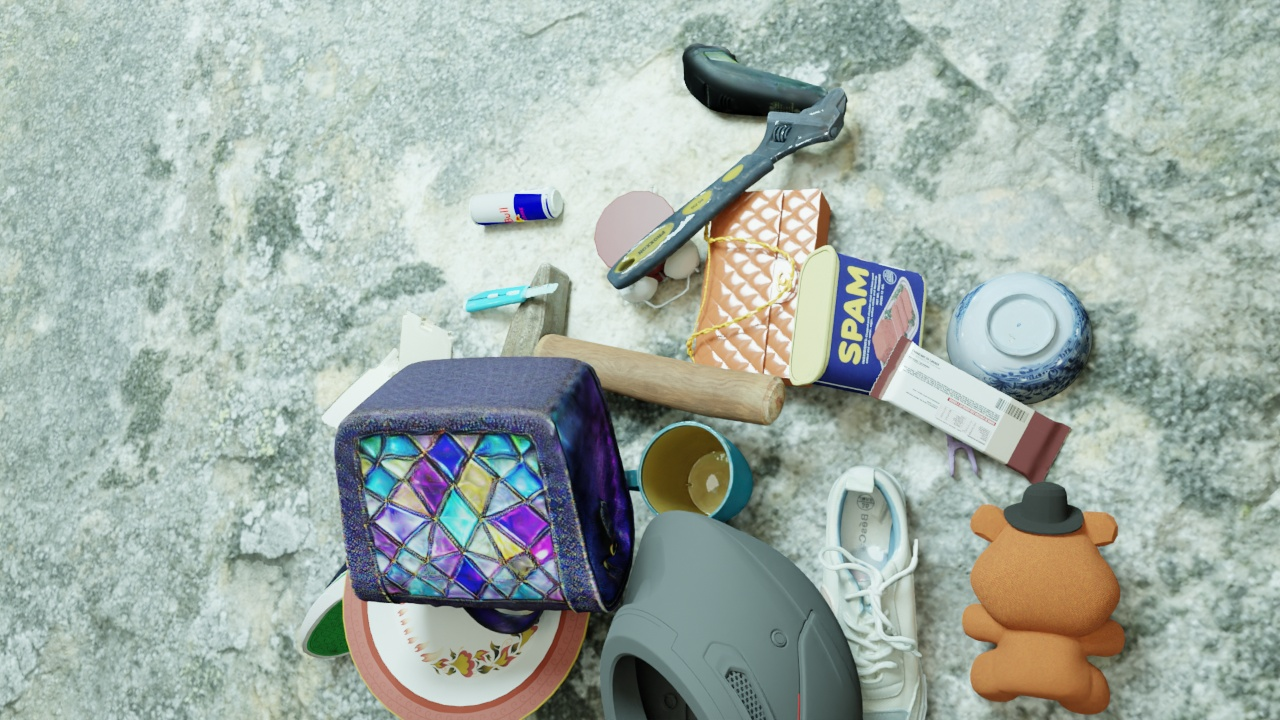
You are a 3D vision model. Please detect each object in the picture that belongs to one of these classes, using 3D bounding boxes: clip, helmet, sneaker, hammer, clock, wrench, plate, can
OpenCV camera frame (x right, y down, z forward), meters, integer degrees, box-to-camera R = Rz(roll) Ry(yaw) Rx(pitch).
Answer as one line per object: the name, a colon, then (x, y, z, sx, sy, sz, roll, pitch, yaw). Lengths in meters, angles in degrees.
clip: (0.264, 0.072, 0.764, 0.035, 0.013, 0.051, -12, 72, 16)
helmet: (0.072, 0.233, 0.675, 0.264, 0.169, 0.165, 61, 140, 19)
sneaker: (-0.248, 0.191, 0.897, 0.235, 0.084, 0.079, -48, 43, 8)
hammer: (-0.005, 0.005, 0.828, 0.301, 0.037, 0.158, 12, 82, 35)
clock: (0.006, -0.108, 0.882, 0.087, 0.044, 0.124, -30, 70, 12)
wrench: (0.079, -0.156, 0.833, 0.273, 0.022, 0.073, -40, 45, -1)
plate: (-0.151, 0.204, 0.800, 0.230, 0.021, 0.229, -3, 76, 13)
can: (-0.129, -0.160, 0.949, 0.095, 0.032, 0.032, -2, 77, 20)
sneaker: (0.177, 0.201, 0.725, 0.090, 0.090, 0.242, -3, 78, 18)
can: (0.183, -0.028, 0.770, 0.092, 0.057, 0.116, 11, 80, -17)

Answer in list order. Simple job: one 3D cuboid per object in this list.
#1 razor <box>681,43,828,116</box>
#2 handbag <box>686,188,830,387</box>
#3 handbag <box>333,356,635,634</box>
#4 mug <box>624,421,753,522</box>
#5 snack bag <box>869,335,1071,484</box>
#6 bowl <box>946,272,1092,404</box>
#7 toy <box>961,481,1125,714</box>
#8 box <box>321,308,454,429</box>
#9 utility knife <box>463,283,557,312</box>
razor: (0.110, -0.267, 0.881, 0.151, 0.054, 0.067, 17, 65, 17)
handbag: (0.104, -0.068, 0.831, 0.109, 0.060, 0.171, 3, 79, 25)
handbag: (-0.119, 0.117, 0.723, 0.205, 0.125, 0.222, -1, 111, 13)
mug: (0.040, 0.102, 0.790, 0.112, 0.104, 0.084, -6, 77, 21)
snack bag: (0.266, 0.041, 0.741, 0.158, 0.013, 0.057, 28, 88, -1)
bowl: (0.310, -0.023, 0.751, 0.114, 0.045, 0.114, -5, 76, 19)
toy: (0.300, 0.179, 0.684, 0.112, 0.096, 0.176, 3, 107, 21)
box: (-0.210, 0.043, 0.832, 0.144, 0.193, 0.106, 19, 55, 27)
utility knife: (-0.128, -0.065, 0.904, 0.152, 0.015, 0.022, -7, 65, 45)
